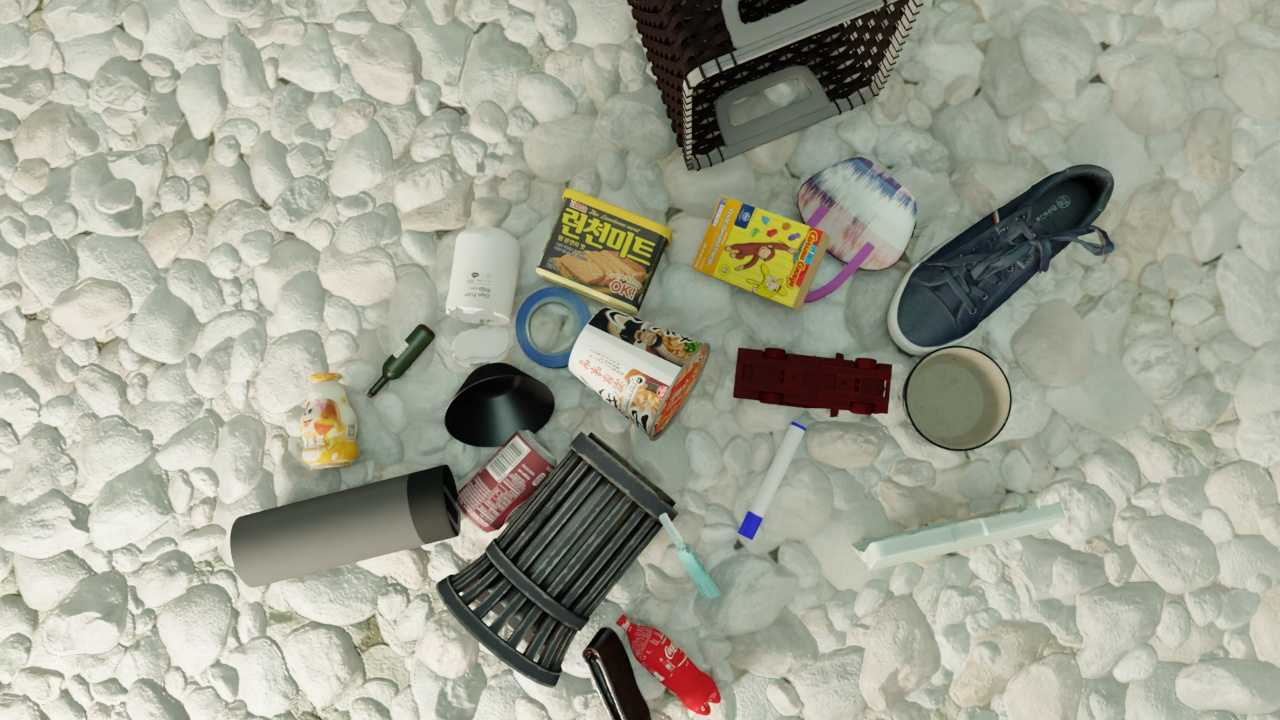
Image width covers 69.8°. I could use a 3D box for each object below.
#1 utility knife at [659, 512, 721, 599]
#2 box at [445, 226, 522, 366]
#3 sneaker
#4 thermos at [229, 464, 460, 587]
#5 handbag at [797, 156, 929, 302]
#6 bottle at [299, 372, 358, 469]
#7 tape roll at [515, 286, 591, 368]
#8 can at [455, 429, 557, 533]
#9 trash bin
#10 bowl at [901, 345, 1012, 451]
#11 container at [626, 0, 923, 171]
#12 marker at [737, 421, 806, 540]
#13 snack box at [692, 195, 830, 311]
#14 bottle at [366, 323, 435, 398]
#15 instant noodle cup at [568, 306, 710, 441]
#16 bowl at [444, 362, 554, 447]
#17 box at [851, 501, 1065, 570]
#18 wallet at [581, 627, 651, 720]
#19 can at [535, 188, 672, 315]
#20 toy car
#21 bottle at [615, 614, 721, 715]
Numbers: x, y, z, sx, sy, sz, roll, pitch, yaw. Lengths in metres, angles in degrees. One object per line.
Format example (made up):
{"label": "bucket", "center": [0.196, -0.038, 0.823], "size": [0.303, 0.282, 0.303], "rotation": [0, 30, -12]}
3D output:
{"label": "utility knife", "center": [0.052, 0.214, 0.990], "size": [0.022, 0.168, 0.015], "rotation": [-16, 43, 13]}
{"label": "box", "center": [-0.180, -0.067, 1.052], "size": [0.081, 0.092, 0.160], "rotation": [7, 77, 0]}
{"label": "sneaker", "center": [0.404, -0.113, 1.010], "size": [0.294, 0.127, 0.120], "rotation": [-39, 83, 0]}
{"label": "thermos", "center": [-0.324, 0.185, 1.030], "size": [0.240, 0.082, 0.082], "rotation": [-14, 84, 1]}
{"label": "handbag", "center": [0.227, -0.139, 1.054], "size": [0.144, 0.068, 0.170], "rotation": [41, 94, 6]}
{"label": "bottle", "center": [-0.357, 0.069, 1.052], "size": [0.063, 0.063, 0.109], "rotation": [-6, 85, 2]}
{"label": "tape roll", "center": [-0.101, -0.038, 1.074], "size": [0.093, 0.016, 0.091], "rotation": [42, 88, 5]}
{"label": "can", "center": [-0.150, 0.136, 1.037], "size": [0.063, 0.063, 0.114], "rotation": [43, 88, 5]}
{"label": "trash bin", "center": [-0.080, 0.202, 0.984], "size": [0.164, 0.164, 0.227], "rotation": [39, 84, 5]}
{"label": "bowl", "center": [0.347, 0.044, 1.028], "size": [0.115, 0.059, 0.115], "rotation": [0, 85, 2]}
{"label": "container", "center": [0.118, -0.394, 0.988], "size": [0.247, 0.245, 0.243], "rotation": [-22, 81, 0]}
{"label": "marker", "center": [0.150, 0.137, 1.047], "size": [0.020, 0.020, 0.141], "rotation": [26, 86, 4]}
{"label": "snack box", "center": [0.135, -0.121, 1.035], "size": [0.126, 0.040, 0.088], "rotation": [24, 96, 22]}
{"label": "bottle", "center": [-0.283, 0.003, 1.073], "size": [0.025, 0.025, 0.106], "rotation": [41, 87, 5]}
{"label": "instant noodle cup", "center": [-0.006, 0.006, 1.023], "size": [0.122, 0.123, 0.123], "rotation": [30, 86, 14]}
{"label": "bowl", "center": [-0.163, 0.039, 1.039], "size": [0.124, 0.124, 0.052], "rotation": [-20, 51, 0]}
{"label": "box", "center": [0.333, 0.187, 0.976], "size": [0.197, 0.136, 0.043], "rotation": [-12, 78, 1]}
{"label": "wallet", "center": [-0.023, 0.355, 0.995], "size": [0.031, 0.099, 0.120], "rotation": [-26, 84, 6]}
{"label": "can", "center": [-0.043, -0.122, 1.053], "size": [0.131, 0.072, 0.101], "rotation": [22, 88, 4]}
{"label": "toy car", "center": [0.191, 0.025, 1.034], "size": [0.170, 0.062, 0.070], "rotation": [6, 85, 3]}
{"label": "bottle", "center": [0.029, 0.336, 1.022], "size": [0.141, 0.042, 0.042], "rotation": [42, 87, 5]}
